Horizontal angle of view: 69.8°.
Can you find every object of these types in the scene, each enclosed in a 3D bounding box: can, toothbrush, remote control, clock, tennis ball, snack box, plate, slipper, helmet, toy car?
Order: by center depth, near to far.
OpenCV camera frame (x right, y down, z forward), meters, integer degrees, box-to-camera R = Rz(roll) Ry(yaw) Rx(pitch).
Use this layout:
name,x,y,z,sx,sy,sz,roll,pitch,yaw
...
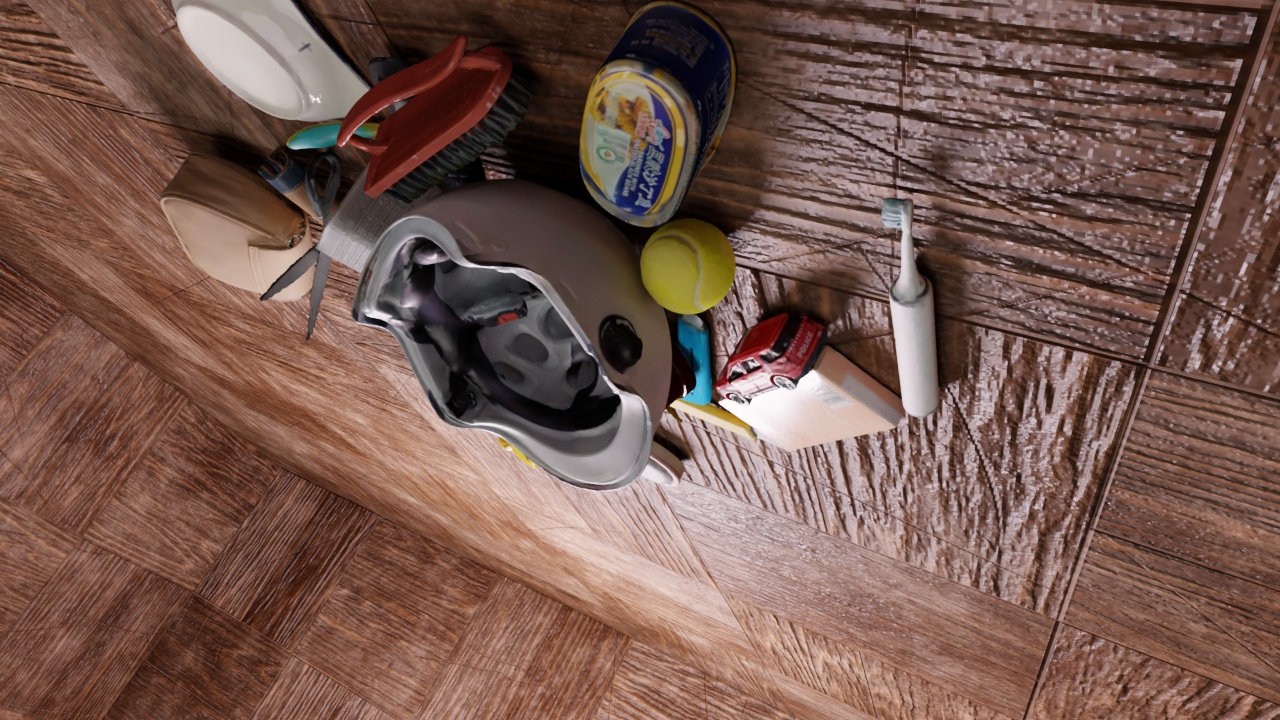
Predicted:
name,x,y,z,sx,sy,sz,roll,pitch,yaw
can,0.007,-0.136,0.529,0.074,0.049,0.148,28,158,3
toothbrush,0.173,-0.028,0.584,0.026,0.026,0.221,7,151,24
tennis ball,0.033,-0.064,0.629,0.065,0.065,0.065,25,158,11
remote control,-0.151,-0.172,0.677,0.053,0.024,0.136,13,150,29
plate,-0.296,-0.237,0.703,0.164,0.034,0.164,11,151,40
helmet,-0.074,-0.034,0.705,0.258,0.145,0.230,45,144,-18
toy car,0.095,-0.002,0.706,0.045,0.052,0.121,35,155,-10
snack box,0.138,0.035,0.765,0.084,0.026,0.158,35,158,-13
clock,-0.005,0.005,0.820,0.122,0.055,0.082,33,157,37
slipper,-0.075,0.081,1.085,0.274,0.054,0.114,30,159,4

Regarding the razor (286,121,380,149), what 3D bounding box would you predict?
name,x,y,z,sx,sy,sz,roll,pitch,yaw
razor,-0.228,-0.177,0.735,0.133,0.028,0.043,6,159,22

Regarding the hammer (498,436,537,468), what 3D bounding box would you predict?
name,x,y,z,sx,sy,sz,roll,pitch,yaw
hammer,-0.193,0.013,1.038,0.129,0.032,0.301,21,148,54

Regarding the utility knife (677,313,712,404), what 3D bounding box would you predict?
name,x,y,z,sx,sy,sz,roll,pitch,yaw
utility knife,0.047,-0.002,0.808,0.034,0.018,0.162,24,156,16

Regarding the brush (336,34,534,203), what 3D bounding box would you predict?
name,x,y,z,sx,sy,sz,roll,pitch,yaw
brush,-0.137,-0.161,0.602,0.146,0.063,0.069,-20,145,38

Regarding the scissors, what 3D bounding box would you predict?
name,x,y,z,sx,sy,sz,roll,pitch,yaw
scissors,-0.279,-0.106,0.818,0.014,0.178,0.159,-8,100,30

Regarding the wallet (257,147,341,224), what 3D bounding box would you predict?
name,x,y,z,sx,sy,sz,roll,pitch,yaw
wallet,-0.307,-0.150,0.880,0.115,0.033,0.090,44,177,-36

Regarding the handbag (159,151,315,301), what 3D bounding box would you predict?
name,x,y,z,sx,sy,sz,roll,pitch,yaw
handbag,-0.420,-0.142,0.985,0.147,0.099,0.205,25,159,-8

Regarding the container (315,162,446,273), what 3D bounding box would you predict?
name,x,y,z,sx,sy,sz,roll,pitch,yaw
container,-0.203,-0.109,0.794,0.114,0.090,0.090,34,158,-18

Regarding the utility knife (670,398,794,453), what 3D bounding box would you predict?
name,x,y,z,sx,sy,sz,roll,pitch,yaw
utility knife,0.063,0.049,0.900,0.192,0.015,0.033,23,160,15
